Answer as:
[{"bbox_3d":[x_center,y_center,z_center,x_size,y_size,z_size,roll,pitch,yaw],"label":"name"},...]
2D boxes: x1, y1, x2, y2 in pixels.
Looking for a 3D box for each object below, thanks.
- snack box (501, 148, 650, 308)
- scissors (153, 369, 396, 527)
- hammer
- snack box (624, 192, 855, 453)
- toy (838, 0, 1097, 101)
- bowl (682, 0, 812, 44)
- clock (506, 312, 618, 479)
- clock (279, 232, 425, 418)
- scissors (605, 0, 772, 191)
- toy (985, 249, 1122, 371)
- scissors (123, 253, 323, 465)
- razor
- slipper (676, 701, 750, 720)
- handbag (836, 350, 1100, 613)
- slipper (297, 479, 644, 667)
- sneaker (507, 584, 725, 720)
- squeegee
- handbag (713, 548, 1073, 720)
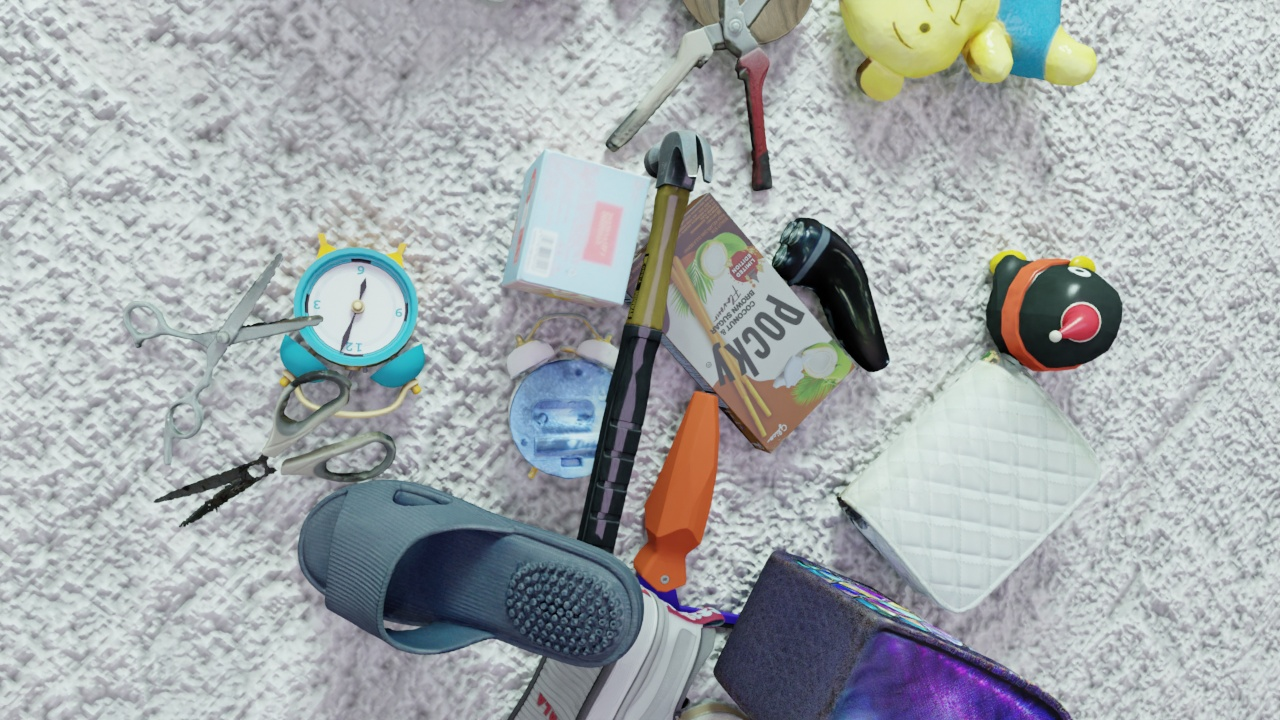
[{"bbox_3d":[-0.049,-0.091,0.664,0.079,0.095,0.093,13,89,-16],"label":"snack box"},{"bbox_3d":[-0.254,0.063,0.637,0.163,0.012,0.154,6,118,-18],"label":"scissors"},{"bbox_3d":[-0.004,0.004,0.631,0.025,0.118,0.333,13,89,-15],"label":"hammer"},{"bbox_3d":[0.074,-0.028,0.732,0.101,0.032,0.186,-44,102,-9],"label":"snack box"},{"bbox_3d":[0.253,-0.287,0.742,0.213,0.084,0.149,-5,87,-14],"label":"toy"},{"bbox_3d":[0.077,-0.303,0.720,0.119,0.032,0.119,-1,93,-15],"label":"bowl"},{"bbox_3d":[-0.056,0.027,0.690,0.088,0.052,0.125,0,92,-14],"label":"clock"},{"bbox_3d":[-0.203,-0.023,0.655,0.099,0.044,0.129,5,84,-15],"label":"clock"},{"bbox_3d":[0.051,-0.215,0.704,0.179,0.015,0.200,-19,115,-2],"label":"scissors"},{"bbox_3d":[0.347,-0.038,0.760,0.097,0.119,0.099,16,91,-15],"label":"toy"},{"bbox_3d":[-0.289,0.000,0.629,0.141,0.014,0.165,11,99,5],"label":"scissors"},{"bbox_3d":[0.156,-0.050,0.743,0.064,0.053,0.140,-29,101,0],"label":"razor"},{"bbox_3d":[0.006,0.392,0.723,0.115,0.052,0.262,44,82,-11],"label":"slipper"},{"bbox_3d":[0.273,0.103,0.772,0.194,0.072,0.139,-41,93,-9],"label":"handbag"},{"bbox_3d":[-0.130,0.143,0.600,0.264,0.082,0.101,8,94,20],"label":"slipper"},{"bbox_3d":[-0.027,0.288,0.697,0.128,0.097,0.263,19,97,-38],"label":"sneaker"},{"bbox_3d":[0.029,0.115,0.713,0.249,0.055,0.185,14,92,-18],"label":"squeegee"},{"bbox_3d":[0.190,0.252,0.682,0.222,0.205,0.125,29,86,-16],"label":"handbag"}]
